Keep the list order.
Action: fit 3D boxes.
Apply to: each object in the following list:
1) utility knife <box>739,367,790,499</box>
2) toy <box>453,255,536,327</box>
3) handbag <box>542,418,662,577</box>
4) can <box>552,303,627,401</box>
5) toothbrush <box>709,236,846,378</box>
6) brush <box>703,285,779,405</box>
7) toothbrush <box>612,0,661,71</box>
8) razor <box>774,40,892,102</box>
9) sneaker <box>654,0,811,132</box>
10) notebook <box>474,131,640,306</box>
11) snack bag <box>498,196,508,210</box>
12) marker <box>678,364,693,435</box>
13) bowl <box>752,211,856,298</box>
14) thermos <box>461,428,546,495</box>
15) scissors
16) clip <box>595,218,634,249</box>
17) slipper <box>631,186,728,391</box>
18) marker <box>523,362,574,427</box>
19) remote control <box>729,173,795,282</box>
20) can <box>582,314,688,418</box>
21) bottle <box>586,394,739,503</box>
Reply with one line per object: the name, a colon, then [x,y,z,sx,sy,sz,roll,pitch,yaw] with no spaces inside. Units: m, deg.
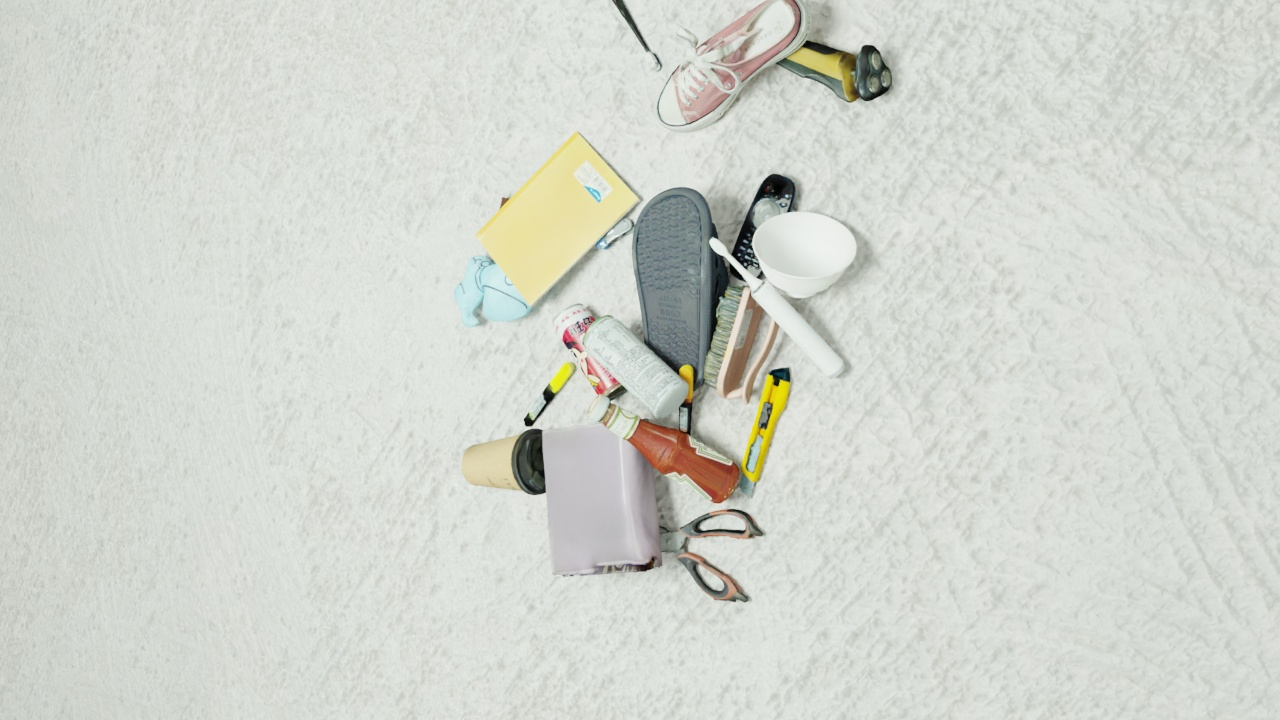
utility knife: [0.154,0.091,1.148,0.033,0.015,0.177,21,104,29]
toy: [-0.200,-0.104,1.309,0.156,0.049,0.161,40,107,29]
handbag: [-0.046,0.180,1.210,0.145,0.098,0.197,-10,82,32]
can: [-0.064,-0.011,1.239,0.053,0.053,0.132,-40,75,25]
toothbrush: [0.159,-0.064,1.078,0.027,0.026,0.221,-42,99,18]
brush: [0.125,-0.020,1.130,0.073,0.063,0.146,21,104,26]
toothbrush: [-0.021,-0.455,1.206,0.016,0.018,0.181,-35,76,29]
razor: [0.211,-0.349,1.066,0.167,0.062,0.068,32,138,29]
sneaker: [0.089,-0.352,1.091,0.242,0.087,0.118,-26,80,45]
notebook: [-0.118,-0.193,1.250,0.206,0.010,0.146,-44,69,11]
snack bag: [-0.161,-0.194,1.295,0.105,0.026,0.045,26,108,27]
marker: [0.058,0.061,1.178,0.018,0.015,0.124,15,123,26]
bowl: [0.189,-0.114,1.079,0.118,0.118,0.065,28,145,24]
thermos: [-0.184,0.146,1.300,0.144,0.092,0.093,-8,90,36]
scissors: [0.061,0.245,1.210,0.224,0.015,0.189,46,112,19]
clip: [-0.034,-0.171,1.232,0.058,0.044,0.027,-29,78,22]
slipper: [0.055,-0.092,1.161,0.111,0.083,0.268,12,118,28]
marker: [-0.131,0.049,1.304,0.018,0.015,0.124,47,116,19]
remote control: [0.151,-0.161,1.127,0.053,0.024,0.136,29,106,26]
can: [-0.007,0.007,1.162,0.147,0.058,0.058,43,112,25]
bottle: [0.027,0.107,1.141,0.206,0.059,0.060,32,111,-12]
